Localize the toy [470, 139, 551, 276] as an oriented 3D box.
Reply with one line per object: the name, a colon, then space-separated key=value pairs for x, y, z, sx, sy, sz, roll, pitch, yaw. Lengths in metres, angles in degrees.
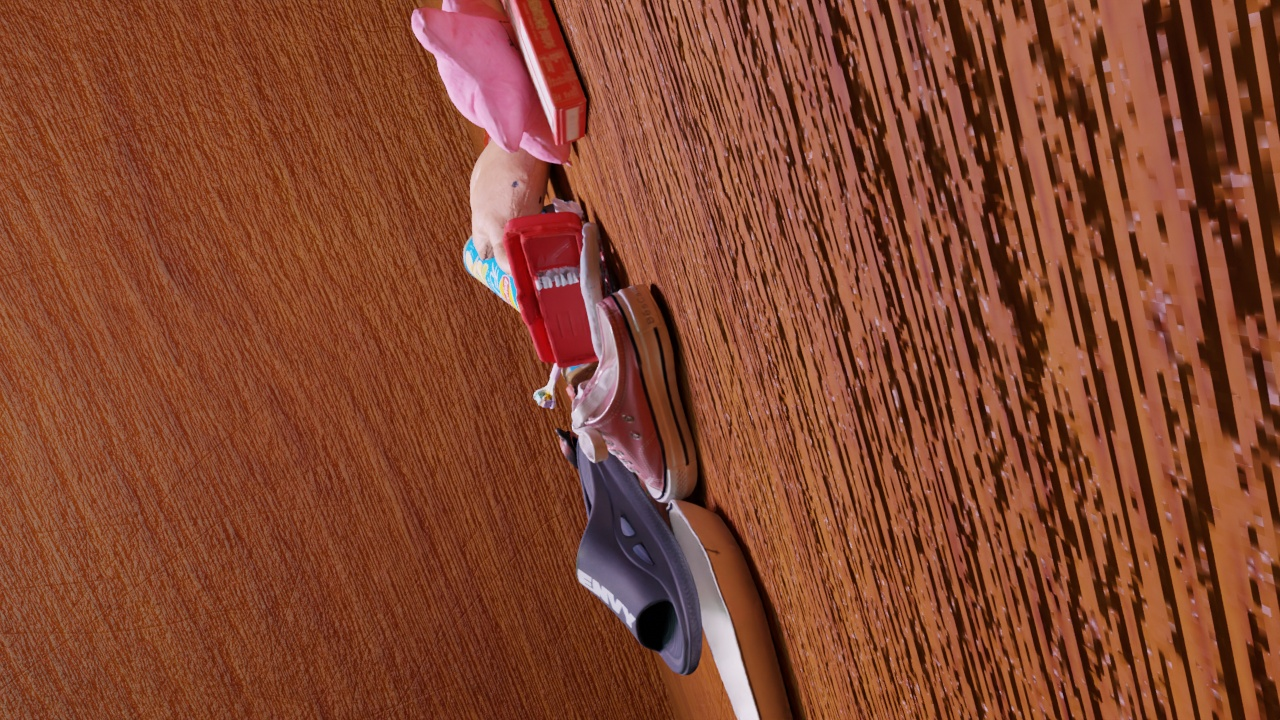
toy: x=-0.138 y=-0.172 z=0.978 sx=0.225 sy=0.082 sz=0.144 roll=-111 pitch=37 yaw=-61

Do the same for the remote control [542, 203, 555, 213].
remote control: x=-0.077 y=-0.130 z=0.991 sx=0.125 sy=0.024 sz=0.049 roll=-128 pitch=19 yaw=-55

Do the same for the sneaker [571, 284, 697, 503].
sneaker: x=-0.013 y=0.041 z=0.737 sx=0.241 sy=0.088 sz=0.118 roll=77 pitch=170 yaw=-49

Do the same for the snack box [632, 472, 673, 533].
snack box: x=0.011 y=0.148 z=0.888 sx=0.084 sy=0.026 sz=0.157 roll=-165 pitch=62 yaw=-79

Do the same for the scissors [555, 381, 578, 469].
scissors: x=-0.040 y=0.115 z=1.086 sx=0.225 sy=0.015 sz=0.188 roll=59 pitch=-165 yaw=-2

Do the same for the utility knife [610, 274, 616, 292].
utility knife: x=-0.005 y=0.005 z=0.856 sx=0.179 sy=0.019 sz=0.031 roll=68 pitch=169 yaw=-14

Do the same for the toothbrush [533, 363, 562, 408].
toothbrush: x=-0.083 y=-0.021 z=1.028 sx=0.020 sy=0.029 sz=0.190 roll=-50 pitch=-13 yaw=-55

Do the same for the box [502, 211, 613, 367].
box: x=-0.070 y=-0.039 z=0.874 sx=0.201 sy=0.095 sz=0.100 roll=80 pitch=-176 yaw=-52

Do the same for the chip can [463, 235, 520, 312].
chip can: x=-0.139 y=-0.099 z=1.039 sx=0.210 sy=0.071 sz=0.071 roll=35 pitch=146 yaw=57

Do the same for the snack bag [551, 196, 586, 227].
snack bag: x=-0.062 y=-0.113 z=0.911 sx=0.045 sy=0.026 sz=0.105 roll=27 pitch=139 yaw=44

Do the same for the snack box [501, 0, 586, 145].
snack box: x=-0.079 y=-0.247 z=0.694 sx=0.075 sy=0.025 sz=0.153 roll=119 pitch=131 yaw=-82

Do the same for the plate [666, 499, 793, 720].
plate: x=0.082 y=0.231 z=0.768 sx=0.162 sy=0.034 sz=0.266 roll=-128 pitch=19 yaw=-65

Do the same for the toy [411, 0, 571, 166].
toy: x=-0.116 y=-0.238 z=0.784 sx=0.178 sy=0.075 sz=0.194 roll=52 pitch=-162 yaw=-23

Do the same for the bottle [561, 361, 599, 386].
bottle: x=-0.096 y=-0.076 z=1.111 sx=0.065 sy=0.065 sz=0.218 roll=87 pitch=161 yaw=-67

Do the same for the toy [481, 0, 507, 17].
toy: x=-0.140 y=-0.298 z=0.914 sx=0.159 sy=0.054 sz=0.121 roll=64 pitch=176 yaw=-18

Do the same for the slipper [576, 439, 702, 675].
slipper: x=-0.025 y=0.172 z=0.826 sx=0.268 sy=0.083 sz=0.111 roll=-121 pitch=24 yaw=-44

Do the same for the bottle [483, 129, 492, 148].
bottle: x=-0.162 y=-0.268 z=1.100 sx=0.206 sy=0.059 sz=0.059 roll=81 pitch=167 yaw=-56
